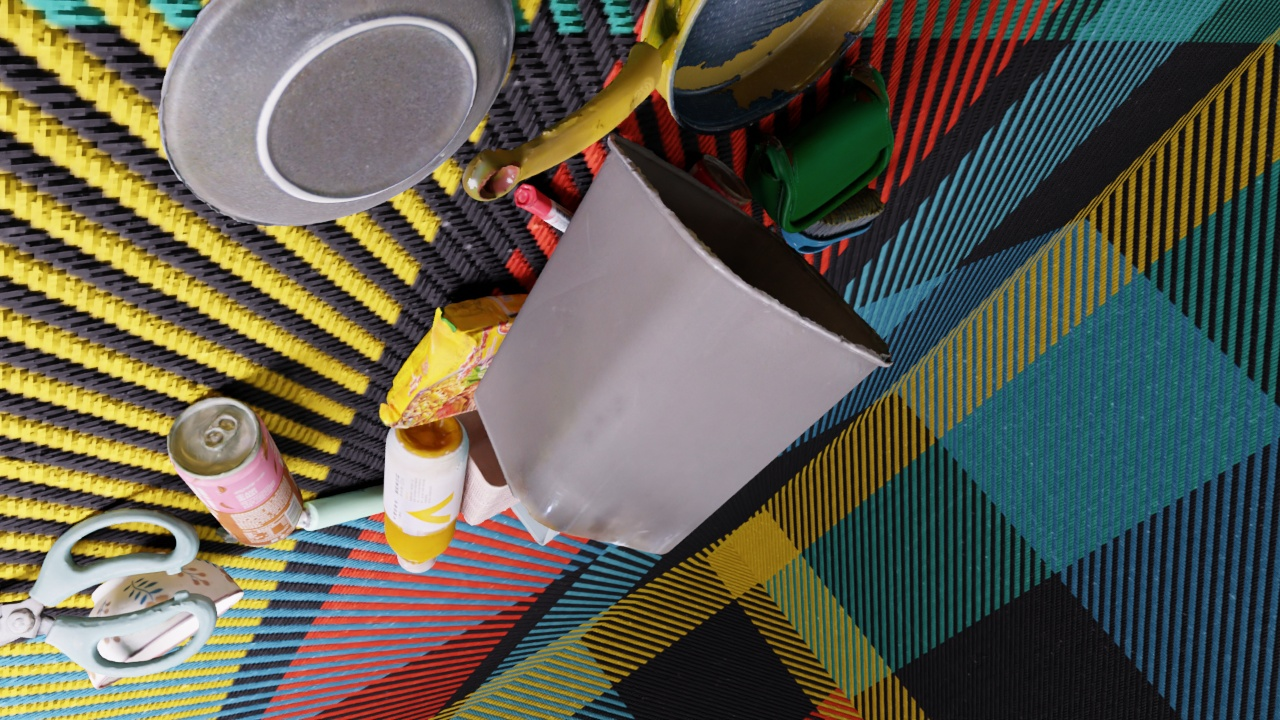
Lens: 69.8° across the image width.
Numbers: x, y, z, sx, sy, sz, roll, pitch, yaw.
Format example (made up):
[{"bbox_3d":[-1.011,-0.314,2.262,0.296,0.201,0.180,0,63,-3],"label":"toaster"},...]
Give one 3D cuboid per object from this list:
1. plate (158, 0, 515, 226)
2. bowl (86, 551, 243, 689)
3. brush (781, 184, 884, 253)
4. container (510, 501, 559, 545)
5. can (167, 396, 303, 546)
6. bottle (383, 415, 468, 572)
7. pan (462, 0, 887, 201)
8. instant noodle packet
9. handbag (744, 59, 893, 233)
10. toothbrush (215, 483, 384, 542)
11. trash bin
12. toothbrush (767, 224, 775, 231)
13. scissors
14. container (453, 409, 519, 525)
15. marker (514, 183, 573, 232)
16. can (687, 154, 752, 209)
[{"bbox_3d":[-0.132,-0.122,0.439,0.179,0.024,0.180,-34,162,-13],"label":"plate"},{"bbox_3d":[-0.364,0.183,0.681,0.113,0.062,0.113,-37,178,-2],"label":"bowl"},{"bbox_3d":[0.198,-0.147,0.972,0.143,0.055,0.074,-22,156,-42],"label":"brush"},{"bbox_3d":[-0.094,0.143,1.089,0.111,0.090,0.090,-32,162,-28],"label":"container"},{"bbox_3d":[-0.271,0.080,0.624,0.057,0.058,0.148,-30,161,-22],"label":"can"},{"bbox_3d":[-0.194,0.123,0.818,0.067,0.068,0.190,-25,147,-36],"label":"bottle"},{"bbox_3d":[0.036,-0.181,0.528,0.356,0.078,0.198,-28,160,-28],"label":"pan"},{"bbox_3d":[-0.134,-0.003,0.711,0.110,0.044,0.129,-22,157,-51],"label":"instant noodle packet"},{"bbox_3d":[0.153,-0.183,0.789,0.131,0.068,0.120,-35,155,-6],"label":"handbag"},{"bbox_3d":[-0.270,0.132,0.813,0.224,0.027,0.026,-7,109,-59],"label":"toothbrush"},{"bbox_3d":[0.015,0.001,0.646,0.198,0.199,0.220,21,115,-39],"label":"trash bin"},{"bbox_3d":[0.086,-0.069,0.945,0.181,0.018,0.015,-53,149,-9],"label":"toothbrush"},{"bbox_3d":[-0.375,0.148,0.600,0.180,0.143,0.019,0,-173,-15],"label":"scissors"},{"bbox_3d":[-0.138,0.092,0.870,0.090,0.090,0.111,-26,162,-34],"label":"container"},{"bbox_3d":[-0.052,-0.099,0.667,0.017,0.017,0.145,-41,163,10],"label":"marker"},{"bbox_3d":[0.029,-0.103,0.755,0.133,0.053,0.053,-46,161,26],"label":"can"}]
